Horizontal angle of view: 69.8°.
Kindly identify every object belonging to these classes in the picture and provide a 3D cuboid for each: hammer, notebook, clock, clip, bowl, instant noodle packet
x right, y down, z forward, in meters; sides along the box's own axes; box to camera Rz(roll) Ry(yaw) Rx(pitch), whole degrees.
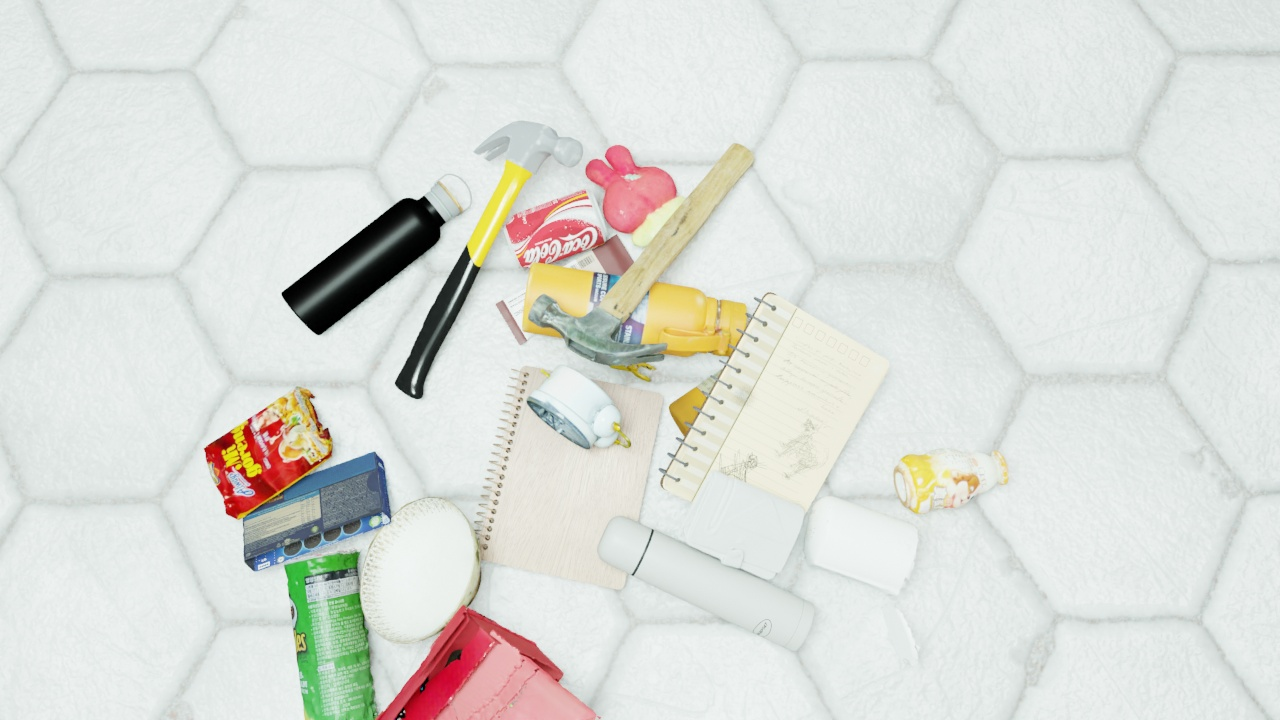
[{"bbox_3d":[-0.181,-0.108,0.983,0.127,0.029,0.324,32,97,35],"label":"hammer"},{"bbox_3d":[0.135,0.062,0.930,0.167,0.024,0.225,28,93,-18],"label":"notebook"},{"bbox_3d":[-0.059,0.056,0.938,0.117,0.083,0.057,35,74,7],"label":"clock"},{"bbox_3d":[-0.006,0.003,0.992,0.049,0.054,0.044,-3,94,-24],"label":"clip"},{"bbox_3d":[-0.079,0.121,0.978,0.169,0.022,0.210,12,79,2],"label":"notebook"},{"bbox_3d":[-0.208,0.216,0.925,0.145,0.063,0.145,-15,57,24],"label":"bowl"},{"bbox_3d":[-0.390,0.094,0.967,0.135,0.040,0.098,-34,57,-5],"label":"instant noodle packet"},{"bbox_3d":[0.031,-0.122,0.962,0.132,0.033,0.329,31,60,12],"label":"hammer"}]

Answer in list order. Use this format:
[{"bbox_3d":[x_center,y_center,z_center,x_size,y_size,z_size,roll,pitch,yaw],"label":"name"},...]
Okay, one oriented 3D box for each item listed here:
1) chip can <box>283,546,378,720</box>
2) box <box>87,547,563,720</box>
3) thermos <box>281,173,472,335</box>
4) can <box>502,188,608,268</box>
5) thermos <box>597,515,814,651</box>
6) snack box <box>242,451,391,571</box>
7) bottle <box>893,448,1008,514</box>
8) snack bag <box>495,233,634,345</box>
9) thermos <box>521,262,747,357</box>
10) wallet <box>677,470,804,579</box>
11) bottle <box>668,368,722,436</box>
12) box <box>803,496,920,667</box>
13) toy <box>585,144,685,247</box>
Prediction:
[{"bbox_3d":[-0.305,0.306,0.918,0.075,0.075,0.223,-11,79,-1],"label":"chip can"},{"bbox_3d":[-0.206,0.296,0.699,0.141,0.511,0.215,34,80,23],"label":"box"},{"bbox_3d":[-0.282,-0.123,1.010,0.231,0.061,0.061,-40,80,-7],"label":"thermos"},{"bbox_3d":[-0.093,-0.143,1.008,0.105,0.064,0.064,-20,79,-1],"label":"can"},{"bbox_3d":[0.064,0.222,0.926,0.224,0.052,0.052,25,80,0],"label":"thermos"},{"bbox_3d":[-0.338,0.156,0.955,0.150,0.027,0.082,-19,48,-2],"label":"snack box"},{"bbox_3d":[0.321,0.120,0.948,0.109,0.063,0.063,-12,78,-1],"label":"bottle"},{"bbox_3d":[-0.080,-0.079,1.022,0.158,0.013,0.057,-31,80,-6],"label":"snack bag"},{"bbox_3d":[-0.006,-0.043,0.972,0.232,0.076,0.091,9,56,-4],"label":"thermos"},{"bbox_3d":[0.103,0.165,0.913,0.116,0.032,0.086,21,93,-18],"label":"wallet"},{"bbox_3d":[0.111,0.033,0.968,0.157,0.068,0.068,-34,80,-6],"label":"bottle"},{"bbox_3d":[0.227,0.222,0.923,0.137,0.083,0.143,16,74,3],"label":"box"},{"bbox_3d":[-0.004,-0.181,1.024,0.135,0.045,0.091,45,73,4],"label":"toy"}]
